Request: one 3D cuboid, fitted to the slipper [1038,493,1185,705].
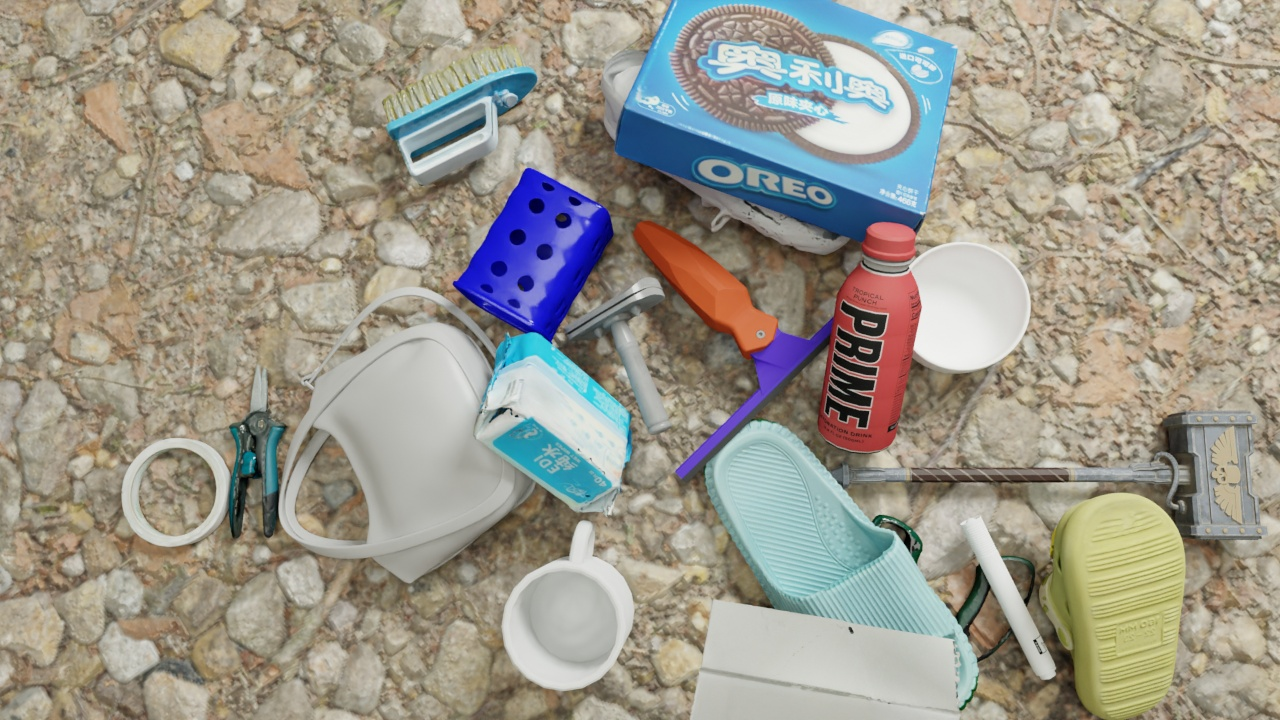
[{"bbox_3d":[0.354,0.180,0.698,0.091,0.081,0.191,-14,107,-5],"label":"slipper"}]

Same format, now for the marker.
[{"bbox_3d":[0.288,0.184,0.716,0.020,0.017,0.133,-19,80,-38],"label":"marker"}]

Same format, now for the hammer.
[{"bbox_3d":[0.314,0.091,0.731,0.322,0.044,0.098,-1,82,7],"label":"hammer"}]

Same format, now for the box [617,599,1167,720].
[{"bbox_3d":[0.102,0.213,0.490,0.167,0.506,0.148,6,78,10],"label":"box"}]

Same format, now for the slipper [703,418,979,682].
[{"bbox_3d":[0.147,0.163,0.710,0.116,0.069,0.276,-38,77,7],"label":"slipper"}]

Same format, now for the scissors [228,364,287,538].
[{"bbox_3d":[-0.336,0.082,0.789,0.129,0.019,0.138,43,85,9],"label":"scissors"}]

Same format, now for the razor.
[{"bbox_3d":[-0.004,0.004,0.743,0.088,0.047,0.116,-29,78,34],"label":"razor"}]

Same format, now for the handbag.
[{"bbox_3d":[-0.212,0.074,0.766,0.223,0.095,0.215,-30,80,12],"label":"handbag"}]

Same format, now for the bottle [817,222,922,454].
[{"bbox_3d":[0.176,-0.017,0.698,0.062,0.062,0.177,5,119,5],"label":"bottle"}]

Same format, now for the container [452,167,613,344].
[{"bbox_3d":[-0.085,-0.085,0.760,0.084,0.085,0.113,29,84,7],"label":"container"}]

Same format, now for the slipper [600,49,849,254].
[{"bbox_3d":[0.069,-0.165,0.764,0.247,0.075,0.112,34,75,11],"label":"slipper"}]

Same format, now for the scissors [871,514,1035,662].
[{"bbox_3d":[0.248,0.229,0.728,0.154,0.015,0.209,1,82,3],"label":"scissors"}]

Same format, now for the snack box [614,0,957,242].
[{"bbox_3d":[0.121,-0.208,0.730,0.239,0.056,0.195,20,60,1],"label":"snack box"}]

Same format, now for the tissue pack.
[{"bbox_3d":[-0.064,0.052,0.714,0.062,0.092,0.144,-35,118,28],"label":"tissue pack"}]

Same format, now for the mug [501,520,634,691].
[{"bbox_3d":[-0.051,0.186,0.717,0.091,0.090,0.121,9,83,5],"label":"mug"}]

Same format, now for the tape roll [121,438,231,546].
[{"bbox_3d":[-0.400,0.114,0.791,0.093,0.013,0.093,-1,82,5],"label":"tape roll"}]

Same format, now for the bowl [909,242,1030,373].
[{"bbox_3d":[0.255,-0.039,0.744,0.105,0.054,0.105,-1,82,6],"label":"bowl"}]

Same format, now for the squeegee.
[{"bbox_3d":[0.062,-0.053,0.760,0.249,0.055,0.185,-44,72,-4],"label":"squeegee"}]

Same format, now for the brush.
[{"bbox_3d":[-0.149,-0.214,0.796,0.136,0.055,0.075,-27,77,0],"label":"brush"}]
